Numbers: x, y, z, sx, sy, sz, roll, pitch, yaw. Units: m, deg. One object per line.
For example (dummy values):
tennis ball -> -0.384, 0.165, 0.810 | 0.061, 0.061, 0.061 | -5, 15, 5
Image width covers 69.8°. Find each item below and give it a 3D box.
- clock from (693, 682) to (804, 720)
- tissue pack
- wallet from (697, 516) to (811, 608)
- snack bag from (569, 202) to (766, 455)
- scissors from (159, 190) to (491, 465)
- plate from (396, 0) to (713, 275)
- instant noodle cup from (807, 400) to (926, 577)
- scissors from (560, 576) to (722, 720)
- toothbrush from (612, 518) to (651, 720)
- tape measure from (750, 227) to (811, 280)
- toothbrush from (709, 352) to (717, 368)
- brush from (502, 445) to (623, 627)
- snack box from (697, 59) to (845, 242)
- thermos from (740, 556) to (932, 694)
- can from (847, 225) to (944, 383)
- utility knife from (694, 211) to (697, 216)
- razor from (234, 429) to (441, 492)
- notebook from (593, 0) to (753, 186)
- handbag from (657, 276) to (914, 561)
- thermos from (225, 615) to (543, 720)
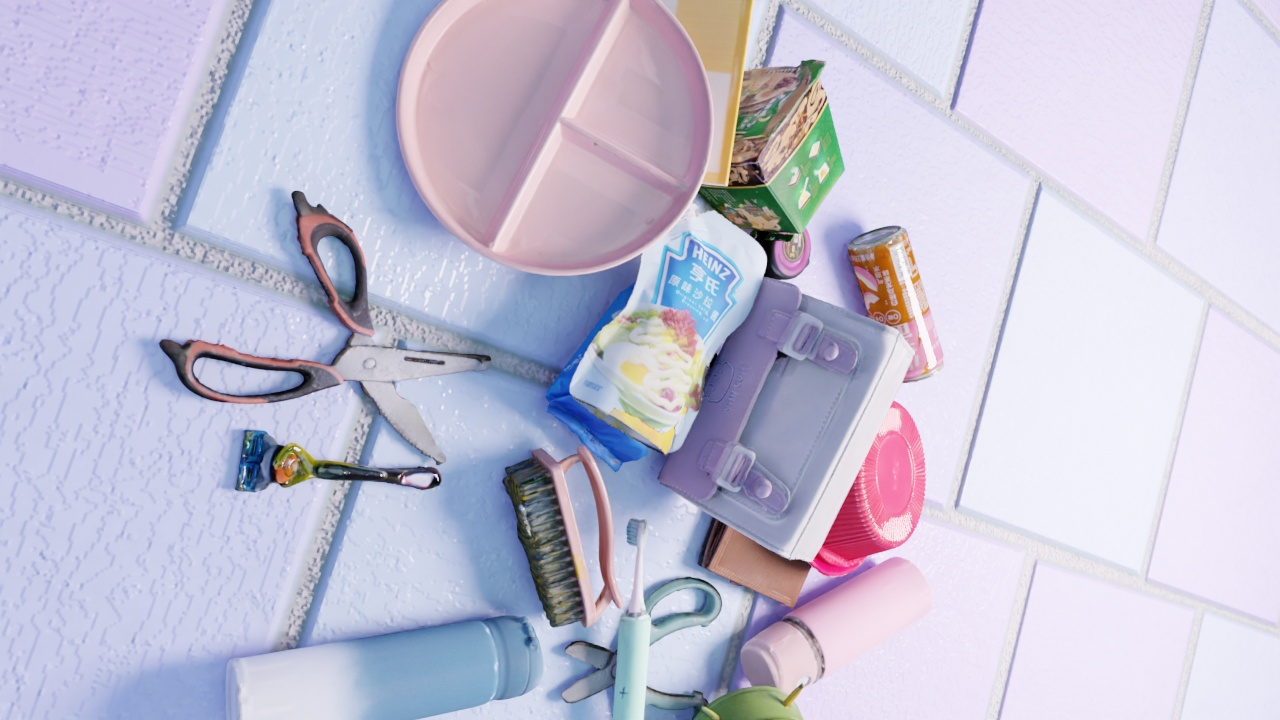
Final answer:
clock -> 0.097, 0.351, 0.802 | 0.116, 0.056, 0.161 | -8, 123, -10
tissue pack -> -0.004, 0.004, 0.747 | 0.095, 0.052, 0.157 | 45, 71, -27
wallet -> 0.118, 0.165, 0.847 | 0.124, 0.032, 0.101 | 29, 81, -29
snack bag -> 0.027, -0.031, 0.711 | 0.110, 0.039, 0.190 | 32, 76, -18
scissors -> -0.211, -0.005, 0.643 | 0.188, 0.015, 0.222 | -36, 110, -25
plate -> -0.060, -0.176, 0.672 | 0.229, 0.028, 0.229 | 0, 91, -8
instant noodle cup -> 0.207, 0.103, 0.844 | 0.193, 0.066, 0.193 | 7, 81, -49
scissors -> 0.011, 0.277, 0.796 | 0.172, 0.019, 0.179 | -23, 106, -30
toothbrush -> -0.007, 0.241, 0.756 | 0.026, 0.027, 0.224 | -2, 97, -61
tape measure -> 0.124, -0.101, 0.826 | 0.057, 0.039, 0.057 | -28, 115, -34
toothbrush -> 0.077, 0.024, 0.820 | 0.014, 0.018, 0.189 | -32, 108, -19
brush -> -0.055, 0.142, 0.719 | 0.073, 0.063, 0.146 | -18, 103, -19
snack box -> 0.106, -0.174, 0.777 | 0.117, 0.118, 0.105 | -54, 130, -17
thermos -> 0.186, 0.262, 0.878 | 0.198, 0.067, 0.087 | -21, 133, -29
can -> 0.250, -0.054, 0.894 | 0.057, 0.058, 0.147 | -30, 108, -26
utility knife -> 0.076, -0.070, 0.813 | 0.033, 0.015, 0.154 | -47, 114, -27
razor -> -0.207, 0.079, 0.648 | 0.142, 0.022, 0.042 | 11, 89, -32
notebook -> 0.010, -0.244, 0.712 | 0.146, 0.010, 0.206 | 9, 89, 9
handbag -> 0.115, 0.044, 0.754 | 0.098, 0.145, 0.197 | 28, 88, -56
thermos -> -0.175, 0.227, 0.653 | 0.220, 0.070, 0.070 | 0, 93, -32
